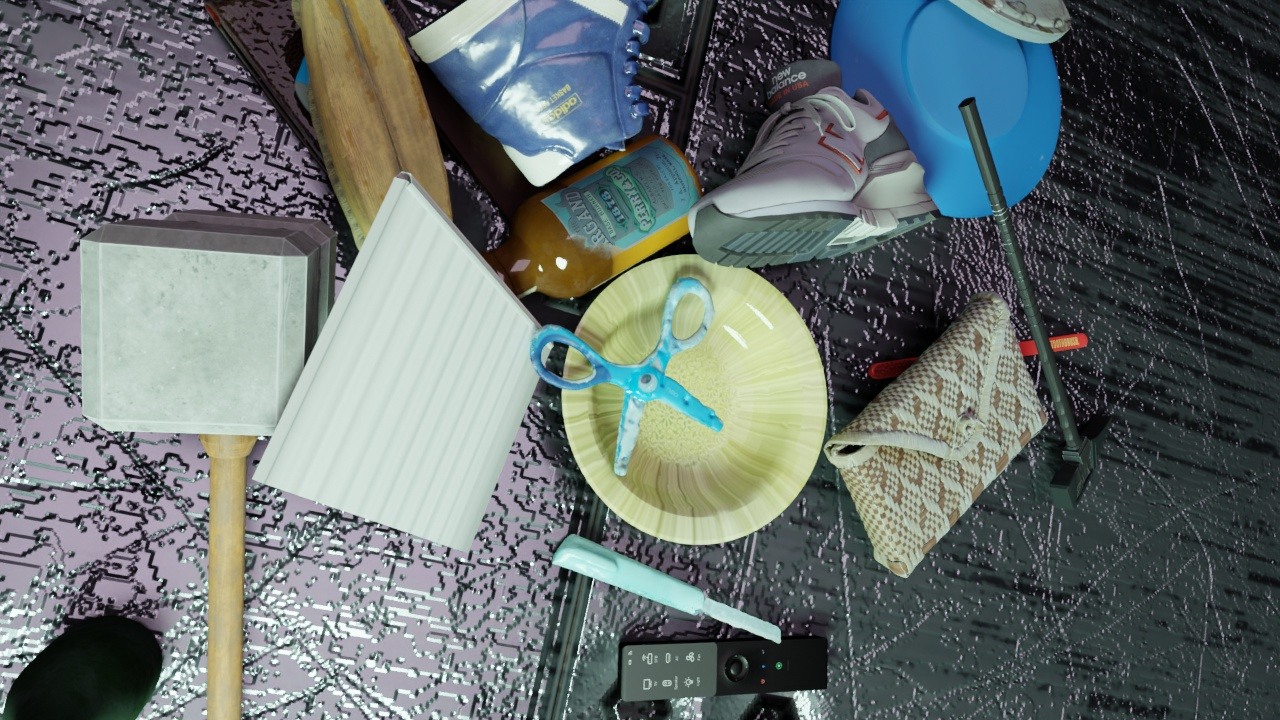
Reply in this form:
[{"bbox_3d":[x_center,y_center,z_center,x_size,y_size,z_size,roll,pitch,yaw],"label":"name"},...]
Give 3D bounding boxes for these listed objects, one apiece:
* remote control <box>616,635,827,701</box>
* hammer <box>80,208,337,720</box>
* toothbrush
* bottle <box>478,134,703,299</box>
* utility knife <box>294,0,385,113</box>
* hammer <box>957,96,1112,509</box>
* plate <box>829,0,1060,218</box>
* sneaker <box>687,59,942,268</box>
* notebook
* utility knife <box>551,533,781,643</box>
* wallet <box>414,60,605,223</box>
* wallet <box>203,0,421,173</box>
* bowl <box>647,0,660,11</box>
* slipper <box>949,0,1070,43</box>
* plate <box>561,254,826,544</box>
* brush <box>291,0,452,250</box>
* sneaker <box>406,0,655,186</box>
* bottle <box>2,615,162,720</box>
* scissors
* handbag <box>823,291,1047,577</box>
[{"bbox_3d":[0.057,0.201,0.604,0.150,0.013,0.034,5,82,-21],"label":"remote control"},{"bbox_3d":[-0.207,0.090,0.460,0.083,0.163,0.318,3,101,-14],"label":"hammer"},{"bbox_3d":[0.268,-0.005,0.706,0.212,0.018,0.012,-8,87,-22],"label":"toothbrush"},{"bbox_3d":[-0.040,-0.078,0.568,0.156,0.068,0.068,-33,96,-21],"label":"bottle"},{"bbox_3d":[-0.150,-0.240,0.540,0.031,0.015,0.221,27,80,-24],"label":"utility knife"},{"bbox_3d":[0.282,-0.041,0.654,0.094,0.015,0.325,-47,121,-30],"label":"hammer"},{"bbox_3d":[0.251,-0.224,0.720,0.224,0.024,0.224,2,83,-21],"label":"plate"},{"bbox_3d":[0.107,-0.135,0.608,0.239,0.089,0.124,-8,80,-45],"label":"sneaker"},{"bbox_3d":[-0.104,0.017,0.474,0.009,0.210,0.142,16,76,17],"label":"notebook"},{"bbox_3d":[0.022,0.150,0.591,0.166,0.015,0.022,25,75,-12],"label":"utility knife"},{"bbox_3d":[-0.082,-0.154,0.576,0.091,0.018,0.115,-48,119,-19],"label":"wallet"},{"bbox_3d":[-0.179,-0.183,0.547,0.099,0.031,0.120,-37,100,-19],"label":"wallet"},{"bbox_3d":[-0.050,-0.286,0.602,0.157,0.039,0.157,2,83,-21],"label":"bowl"},{"bbox_3d":[0.224,-0.330,0.694,0.268,0.055,0.098,21,57,-11],"label":"slipper"},{"bbox_3d":[0.033,0.025,0.601,0.184,0.036,0.184,2,83,-21],"label":"plate"},{"bbox_3d":[-0.150,-0.126,0.517,0.059,0.043,0.195,-28,114,-35],"label":"brush"},{"bbox_3d":[-0.006,-0.202,0.543,0.232,0.091,0.118,-40,116,-13],"label":"sneaker"},{"bbox_3d":[-0.250,0.152,0.403,0.055,0.174,0.055,2,83,-21],"label":"bottle"},{"bbox_3d":[-0.004,0.003,0.564,0.139,0.011,0.134,19,79,-18],"label":"scissors"},{"bbox_3d":[0.217,0.050,0.651,0.185,0.047,0.124,-40,119,-21],"label":"handbag"}]
